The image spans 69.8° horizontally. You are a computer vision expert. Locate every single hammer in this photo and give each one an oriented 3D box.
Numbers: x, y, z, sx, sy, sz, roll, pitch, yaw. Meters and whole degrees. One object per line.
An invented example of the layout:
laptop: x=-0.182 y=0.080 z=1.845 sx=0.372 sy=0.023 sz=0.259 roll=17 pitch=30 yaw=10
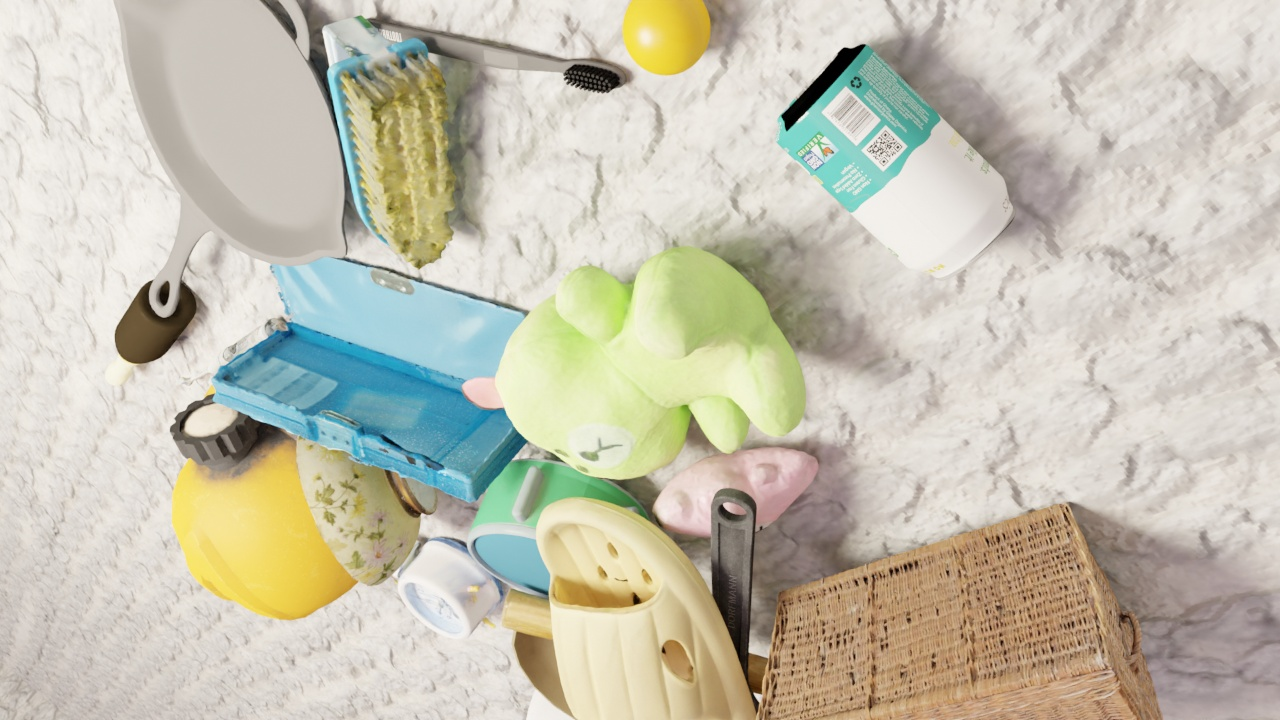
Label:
hammer: x=0.062 y=0.220 z=0.656 sx=0.330 sy=0.033 sz=0.132 roll=14 pitch=136 yaw=3

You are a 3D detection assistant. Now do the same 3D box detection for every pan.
pan: x=-0.287 y=-0.124 z=0.625 sx=0.216 sy=0.024 sz=0.356 roll=49 pitch=134 yaw=-2

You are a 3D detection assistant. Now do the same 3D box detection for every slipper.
slipper: x=0.007 y=0.204 z=0.572 sx=0.112 sy=0.079 sz=0.261 roll=-7 pitch=119 yaw=36

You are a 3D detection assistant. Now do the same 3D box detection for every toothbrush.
toothbrush: x=-0.354 y=-0.002 z=0.789 sx=0.186 sy=0.024 sz=0.022 roll=-18 pitch=74 yaw=41
toothbrush: x=-0.083 y=-0.164 z=0.489 sx=0.167 sy=0.013 sz=0.013 roll=19 pitch=135 yaw=21

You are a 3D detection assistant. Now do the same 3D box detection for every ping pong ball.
ping pong ball: x=0.012 y=-0.151 z=0.417 sx=0.040 sy=0.040 sz=0.040 roll=17 pitch=133 yaw=19

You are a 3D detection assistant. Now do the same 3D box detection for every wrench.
wrench: x=0.058 y=0.179 z=0.585 sx=0.073 sy=0.018 sz=0.274 roll=11 pitch=131 yaw=18

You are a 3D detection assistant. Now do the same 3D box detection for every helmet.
helmet: x=-0.345 y=0.150 z=0.834 sx=0.205 sy=0.131 sz=0.256 roll=12 pitch=132 yaw=23

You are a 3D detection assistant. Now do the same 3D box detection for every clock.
clock: x=-0.064 y=0.132 z=0.680 sx=0.122 sy=0.075 sz=0.162 roll=23 pitch=147 yaw=-6
clock: x=-0.186 y=0.205 z=0.838 sx=0.125 sy=0.051 sz=0.089 roll=10 pitch=131 yaw=30

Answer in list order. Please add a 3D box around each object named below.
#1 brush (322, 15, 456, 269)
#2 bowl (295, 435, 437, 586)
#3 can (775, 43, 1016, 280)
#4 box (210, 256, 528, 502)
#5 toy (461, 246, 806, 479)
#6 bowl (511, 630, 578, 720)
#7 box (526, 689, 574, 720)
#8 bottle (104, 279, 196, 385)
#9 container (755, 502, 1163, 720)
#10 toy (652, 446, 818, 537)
brush: x=-0.146 y=-0.121 z=0.533 sx=0.075 sy=0.055 sz=0.136 roll=46 pitch=150 yaw=29
bowl: x=-0.206 y=0.099 z=0.728 sx=0.063 sy=0.145 sz=0.145 roll=-24 pitch=116 yaw=2
can: x=0.110 y=-0.085 z=0.400 sx=0.101 sy=0.054 sz=0.055 roll=42 pitch=136 yaw=-6
box: x=-0.193 y=-0.001 z=0.640 sx=0.232 sy=0.093 sz=0.112 roll=18 pitch=131 yaw=20
toy: x=-0.003 y=0.003 z=0.522 sx=0.150 sy=0.107 sz=0.197 roll=34 pitch=151 yaw=-31
bowl: x=-0.029 y=0.244 z=0.765 sx=0.152 sy=0.050 sz=0.153 roll=14 pitch=128 yaw=19
box: x=-0.038 y=0.358 z=0.855 sx=0.147 sy=0.083 sz=0.137 roll=26 pitch=129 yaw=9
bottle: x=-0.447 y=-0.016 z=0.818 sx=0.045 sy=0.045 sz=0.185 roll=49 pitch=135 yaw=-12
container: x=0.177 y=0.181 z=0.511 sx=0.199 sy=0.113 sz=0.113 roll=-27 pitch=111 yaw=27
toy: x=0.064 y=0.080 z=0.562 sx=0.096 sy=0.099 sz=0.052 roll=-26 pitch=71 yaw=19
